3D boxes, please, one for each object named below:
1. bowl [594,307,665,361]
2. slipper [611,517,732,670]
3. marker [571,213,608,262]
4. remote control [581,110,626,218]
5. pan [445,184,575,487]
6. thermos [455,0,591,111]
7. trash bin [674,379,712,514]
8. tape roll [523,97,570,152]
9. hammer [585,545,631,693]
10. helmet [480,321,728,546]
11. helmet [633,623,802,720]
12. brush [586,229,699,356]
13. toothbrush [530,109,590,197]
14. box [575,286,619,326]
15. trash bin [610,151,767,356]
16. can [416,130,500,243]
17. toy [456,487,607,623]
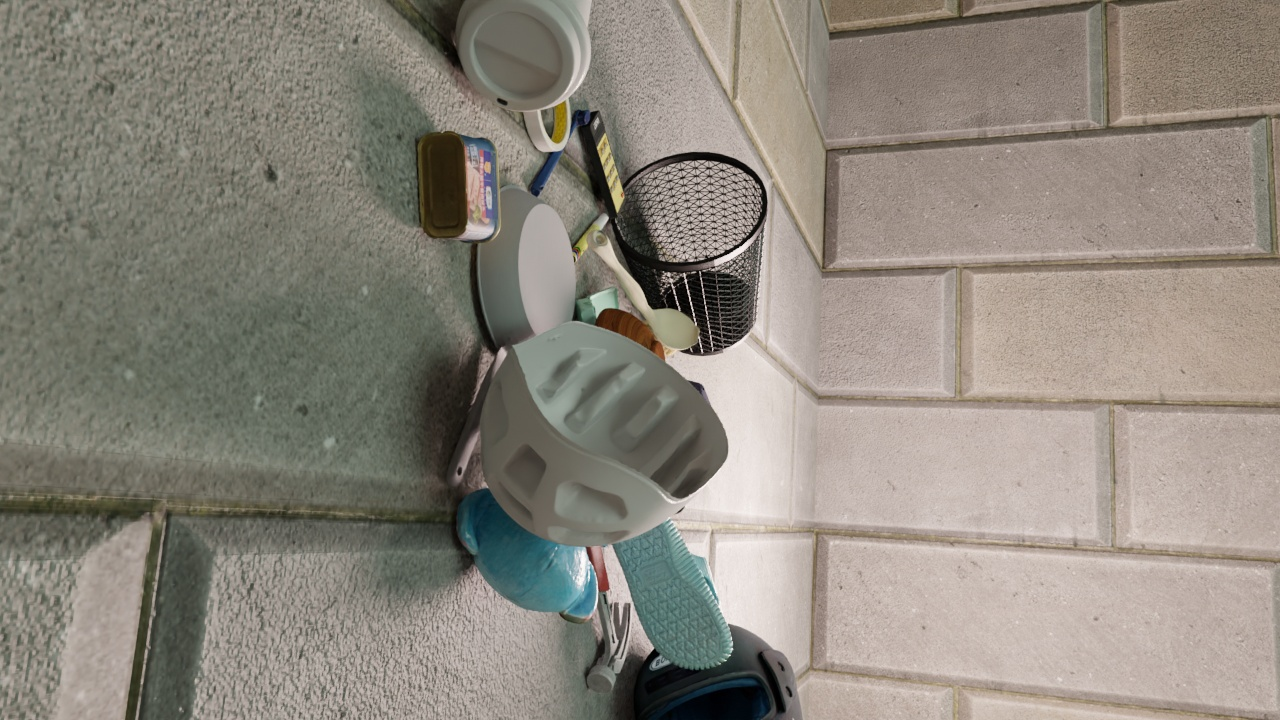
[{"bbox_3d":[-0.007,0.007,1.140,0.147,0.069,0.147,-2,89,-75],"label":"bowl"},{"bbox_3d":[0.036,0.302,1.277,0.276,0.116,0.069,65,8,-2],"label":"slipper"},{"bbox_3d":[-0.067,-0.160,1.192,0.132,0.014,0.014,-61,146,-53],"label":"marker"},{"bbox_3d":[-0.047,-0.261,1.227,0.058,0.013,0.133,-73,151,-51],"label":"remote control"},{"bbox_3d":[-0.135,-0.028,0.969,0.201,0.051,0.355,64,30,-52],"label":"pan"},{"bbox_3d":[-0.104,-0.359,0.944,0.221,0.132,0.132,-80,159,-47],"label":"thermos"},{"bbox_3d":[0.032,0.104,1.205,0.160,0.092,0.094,-63,151,-25],"label":"trash bin"},{"bbox_3d":[-0.108,-0.291,1.067,0.094,0.019,0.094,0,90,-70],"label":"tape roll"},{"bbox_3d":[-0.059,0.272,1.199,0.126,0.036,0.316,-59,144,-59],"label":"hammer"},{"bbox_3d":[-0.035,0.064,0.912,0.281,0.224,0.184,-39,170,-48],"label":"helmet"},{"bbox_3d":[0.102,0.513,1.351,0.235,0.249,0.315,65,17,14],"label":"helmet"},{"bbox_3d":[-0.002,-0.087,1.218,0.272,0.077,0.062,47,35,-49],"label":"brush"},{"bbox_3d":[-0.095,-0.254,1.109,0.189,0.017,0.016,-70,151,-44],"label":"toothbrush"},{"bbox_3d":[-0.050,0.006,1.197,0.137,0.057,0.187,-64,150,-72],"label":"box"},{"bbox_3d":[0.085,-0.142,1.358,0.243,0.217,0.216,74,24,-53],"label":"trash bin"},{"bbox_3d":[-0.168,-0.159,0.850,0.059,0.054,0.100,-16,105,-68],"label":"can"},{"bbox_3d":[-0.108,0.179,0.962,0.183,0.115,0.180,39,39,-15],"label":"toy"}]
